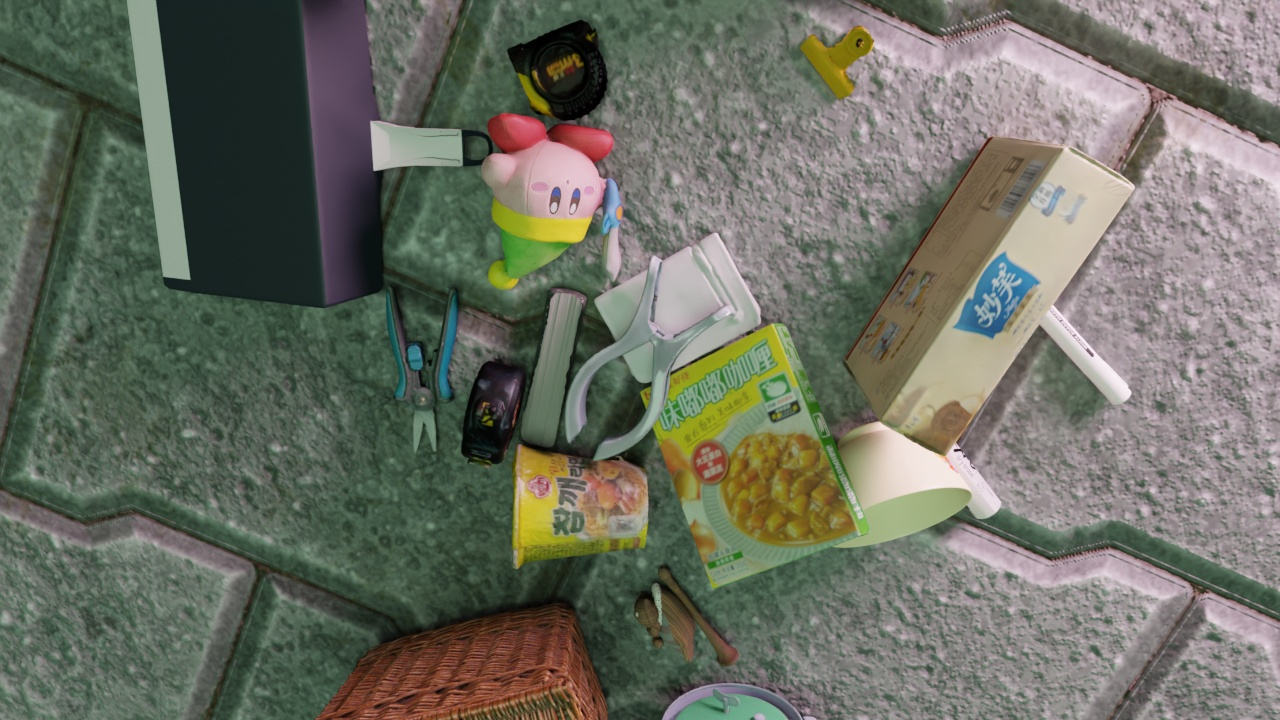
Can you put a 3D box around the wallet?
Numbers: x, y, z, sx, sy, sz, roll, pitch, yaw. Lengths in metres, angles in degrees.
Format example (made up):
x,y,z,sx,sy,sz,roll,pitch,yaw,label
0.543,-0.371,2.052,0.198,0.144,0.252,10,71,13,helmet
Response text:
x,y,z,sx,sy,sz,roll,pitch,yaw,label
0.031,-0.041,0.730,0.116,0.032,0.086,-24,94,14,wallet

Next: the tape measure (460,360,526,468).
x,y,z,sx,sy,sz,roll,pitch,yaw,label
-0.118,0.038,0.738,0.042,0.072,0.072,14,134,2,tape measure

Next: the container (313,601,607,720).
x,y,z,sx,sy,sz,roll,pitch,yaw,label
-0.145,0.311,0.757,0.250,0.183,0.162,-14,104,6,container

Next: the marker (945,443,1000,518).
x,y,z,sx,sy,sz,roll,pitch,yaw,label
0.249,0.077,0.750,0.025,0.025,0.126,-37,100,12,marker

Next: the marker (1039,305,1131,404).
x,y,z,sx,sy,sz,roll,pitch,yaw,label
0.339,-0.017,0.723,0.133,0.017,0.020,45,67,-9,marker

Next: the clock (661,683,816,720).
x,y,z,sx,sy,sz,roll,pitch,yaw,label
0.097,0.334,0.775,0.162,0.121,0.075,4,108,22,clock

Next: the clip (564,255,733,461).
x,y,z,sx,sy,sz,roll,pitch,yaw,label
-0.015,-0.004,0.714,0.108,0.028,0.163,38,104,3,clip

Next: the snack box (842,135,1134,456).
x,y,z,sx,sy,sz,roll,pitch,yaw,label
0.231,-0.051,0.648,0.055,0.153,0.208,28,106,-5,snack box

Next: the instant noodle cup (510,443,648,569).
x,y,z,sx,sy,sz,roll,pitch,yaw,label
-0.051,0.120,0.749,0.108,0.102,0.102,1,106,-6,instant noodle cup

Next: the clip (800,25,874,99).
x,y,z,sx,sy,sz,roll,pitch,yaw,label
0.149,-0.224,0.669,0.046,0.035,0.053,-37,99,20,clip

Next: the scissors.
x,y,z,sx,sy,sz,roll,pitch,yaw,label
-0.181,0.001,0.758,0.122,0.019,0.149,-34,106,8,scissors

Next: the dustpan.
x,y,z,sx,sy,sz,roll,pitch,yaw,label
-0.251,-0.166,0.706,0.273,0.080,0.236,7,107,23,dustpan

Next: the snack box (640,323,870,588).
x,y,z,sx,sy,sz,roll,pitch,yaw,label
0.083,0.075,0.703,0.132,0.027,0.168,-28,75,31,snack box

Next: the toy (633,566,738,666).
x,y,z,sx,sy,sz,roll,pitch,yaw,label
0.034,0.232,0.800,0.054,0.042,0.102,-38,93,-10,toy

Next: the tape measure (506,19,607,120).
x,y,z,sx,sy,sz,roll,pitch,yaw,label
-0.055,-0.212,0.682,0.067,0.038,0.062,-22,95,6,tape measure

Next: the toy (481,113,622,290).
x,y,z,sx,sy,sz,roll,pitch,yaw,label
-0.072,-0.115,0.702,0.124,0.097,0.131,-2,101,-37,toy

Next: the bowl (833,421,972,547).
x,y,z,sx,sy,sz,roll,pitch,yaw,label
0.191,0.092,0.727,0.118,0.118,0.074,-19,61,8,bowl

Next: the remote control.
x,y,z,sx,sy,sz,roll,pitch,yaw,label
-0.073,0.007,0.756,0.033,0.013,0.137,13,108,1,remote control
